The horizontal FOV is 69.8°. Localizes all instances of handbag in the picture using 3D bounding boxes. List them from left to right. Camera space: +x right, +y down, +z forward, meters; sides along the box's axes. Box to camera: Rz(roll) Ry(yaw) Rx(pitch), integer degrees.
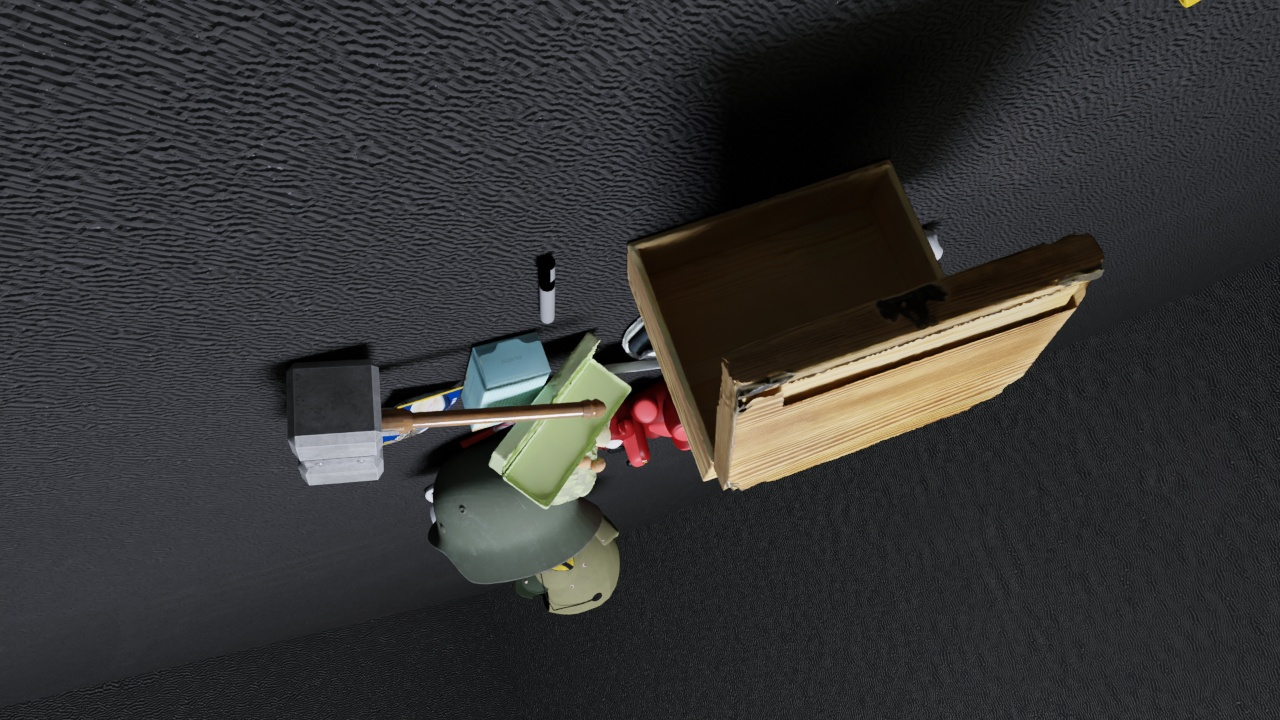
[{"bbox_3d":[-0.090,0.111,1.223,0.113,0.187,0.117,-11,-156,-32],"label":"handbag"}]

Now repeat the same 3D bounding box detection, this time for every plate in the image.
[{"bbox_3d":[-0.007,0.007,1.198,0.134,0.011,0.134,-7,-179,0],"label":"plate"}]

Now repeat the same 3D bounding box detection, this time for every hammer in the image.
[{"bbox_3d":[-0.190,0.059,0.952,0.317,0.082,0.163,-3,160,-16],"label":"hammer"}]

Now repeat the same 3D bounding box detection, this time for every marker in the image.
[{"bbox_3d":[-0.199,0.094,1.314,0.142,0.012,0.012,-26,164,19],"label":"marker"},{"bbox_3d":[-0.090,-0.066,0.889,0.016,0.016,0.141,-17,165,-11],"label":"marker"}]

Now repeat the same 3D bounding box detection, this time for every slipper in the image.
[{"bbox_3d":[0.065,-0.045,1.078,0.111,0.063,0.265,-9,160,-37],"label":"slipper"}]

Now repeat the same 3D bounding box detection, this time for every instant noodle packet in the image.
[{"bbox_3d":[-0.274,0.068,1.095,0.086,0.026,0.135,-19,168,-41],"label":"instant noodle packet"}]

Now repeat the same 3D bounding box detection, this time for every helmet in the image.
[{"bbox_3d":[-0.206,0.195,1.346,0.268,0.154,0.226,-6,-158,27],"label":"helmet"},{"bbox_3d":[-0.158,0.412,1.965,0.232,0.255,0.251,-13,165,-15],"label":"helmet"}]

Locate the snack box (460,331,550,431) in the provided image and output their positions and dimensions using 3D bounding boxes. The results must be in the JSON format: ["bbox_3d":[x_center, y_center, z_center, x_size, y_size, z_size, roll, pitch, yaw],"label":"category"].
[{"bbox_3d":[-0.158,0.027,1.057,0.074,0.053,0.175,-15,165,-20],"label":"snack box"}]

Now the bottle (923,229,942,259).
[{"bbox_3d":[0.306,-0.120,1.147,0.136,0.044,0.044,-24,165,5],"label":"bottle"}]

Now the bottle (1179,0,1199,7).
[{"bbox_3d":[0.462,-0.318,0.666,0.144,0.043,0.043,-29,163,29],"label":"bottle"}]

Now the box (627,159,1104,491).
[{"bbox_3d":[0.164,-0.041,0.772,0.279,0.286,0.337,-19,167,-8],"label":"box"}]

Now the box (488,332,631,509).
[{"bbox_3d":[-0.088,0.066,1.061,0.187,0.098,0.082,-56,-178,-23],"label":"box"}]

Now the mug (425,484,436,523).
[{"bbox_3d":[-0.311,0.244,1.572,0.121,0.090,0.090,31,136,-28],"label":"mug"}]

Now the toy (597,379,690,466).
[{"bbox_3d":[-0.006,0.100,1.406,0.197,0.120,0.158,-13,168,4],"label":"toy"}]
